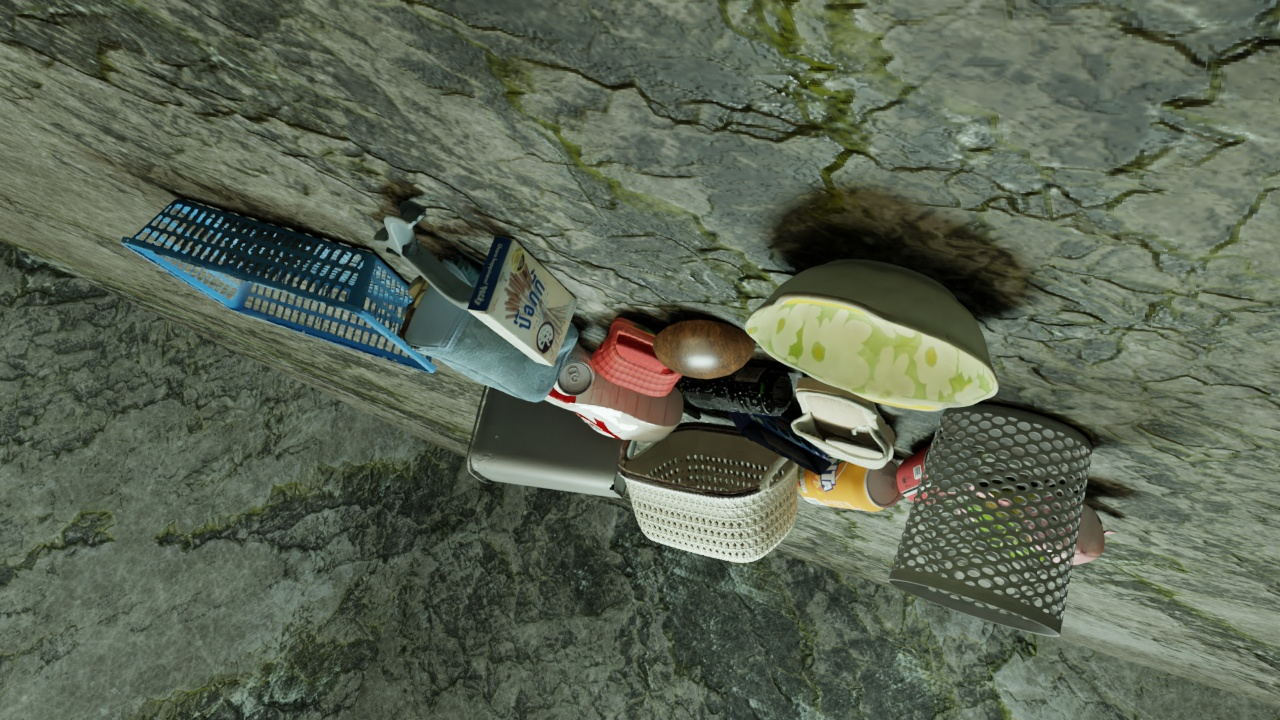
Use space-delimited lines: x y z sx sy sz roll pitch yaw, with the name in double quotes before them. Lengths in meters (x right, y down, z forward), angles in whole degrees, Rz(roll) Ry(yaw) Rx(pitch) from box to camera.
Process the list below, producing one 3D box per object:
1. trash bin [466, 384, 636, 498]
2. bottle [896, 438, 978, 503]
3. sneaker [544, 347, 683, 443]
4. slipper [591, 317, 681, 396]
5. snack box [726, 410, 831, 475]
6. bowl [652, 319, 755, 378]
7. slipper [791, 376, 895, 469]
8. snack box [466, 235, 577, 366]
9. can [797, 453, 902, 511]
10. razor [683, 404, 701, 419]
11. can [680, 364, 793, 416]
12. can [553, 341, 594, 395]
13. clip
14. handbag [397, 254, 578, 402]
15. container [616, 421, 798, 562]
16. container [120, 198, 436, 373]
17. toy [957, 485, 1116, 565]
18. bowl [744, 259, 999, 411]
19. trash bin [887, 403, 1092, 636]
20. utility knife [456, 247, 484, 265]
"trash bin" -0.122 0.111 1.420 0.220 0.197 0.197 11 166 8
"bottle" 0.345 0.138 1.095 0.062 0.062 0.177 19 167 6
"sneaker" -0.067 0.053 1.240 0.236 0.090 0.105 18 145 -10
"slipper" -0.006 0.006 1.089 0.103 0.059 0.249 22 168 -5
"snack box" 0.166 0.085 1.135 0.150 0.027 0.082 29 -159 -33
"bowl" 0.064 -0.003 0.950 0.102 0.026 0.114 16 152 -16
"slipper" 0.233 0.078 1.054 0.114 0.054 0.272 18 167 27
"snack box" -0.118 -0.057 0.944 0.026 0.081 0.150 13 165 27
"can" 0.280 0.159 1.237 0.079 0.079 0.143 26 165 -25
"razor" 0.053 0.065 1.319 0.043 0.026 0.105 3 163 44
"can" 0.107 0.031 1.029 0.054 0.054 0.138 30 163 -38
"can" -0.092 0.004 1.136 0.055 0.055 0.101 26 -169 -25
"clip" -0.229 -0.127 0.913 0.173 0.030 0.164 31 156 28
"handbag" -0.175 -0.039 1.049 0.191 0.122 0.119 24 -177 -26
"container" 0.099 0.174 1.263 0.252 0.143 0.184 7 -154 38
"container" -0.460 -0.103 1.234 0.362 0.089 0.257 16 166 15
"toy" 0.471 0.198 1.104 0.190 0.087 0.238 23 172 -8
"bowl" 0.178 -0.026 0.694 0.189 0.060 0.219 10 164 35
"trash bin" 0.342 0.150 0.887 0.156 0.183 0.156 19 167 4
"utility knife" -0.138 -0.088 0.999 0.147 0.015 0.022 31 -166 -35
